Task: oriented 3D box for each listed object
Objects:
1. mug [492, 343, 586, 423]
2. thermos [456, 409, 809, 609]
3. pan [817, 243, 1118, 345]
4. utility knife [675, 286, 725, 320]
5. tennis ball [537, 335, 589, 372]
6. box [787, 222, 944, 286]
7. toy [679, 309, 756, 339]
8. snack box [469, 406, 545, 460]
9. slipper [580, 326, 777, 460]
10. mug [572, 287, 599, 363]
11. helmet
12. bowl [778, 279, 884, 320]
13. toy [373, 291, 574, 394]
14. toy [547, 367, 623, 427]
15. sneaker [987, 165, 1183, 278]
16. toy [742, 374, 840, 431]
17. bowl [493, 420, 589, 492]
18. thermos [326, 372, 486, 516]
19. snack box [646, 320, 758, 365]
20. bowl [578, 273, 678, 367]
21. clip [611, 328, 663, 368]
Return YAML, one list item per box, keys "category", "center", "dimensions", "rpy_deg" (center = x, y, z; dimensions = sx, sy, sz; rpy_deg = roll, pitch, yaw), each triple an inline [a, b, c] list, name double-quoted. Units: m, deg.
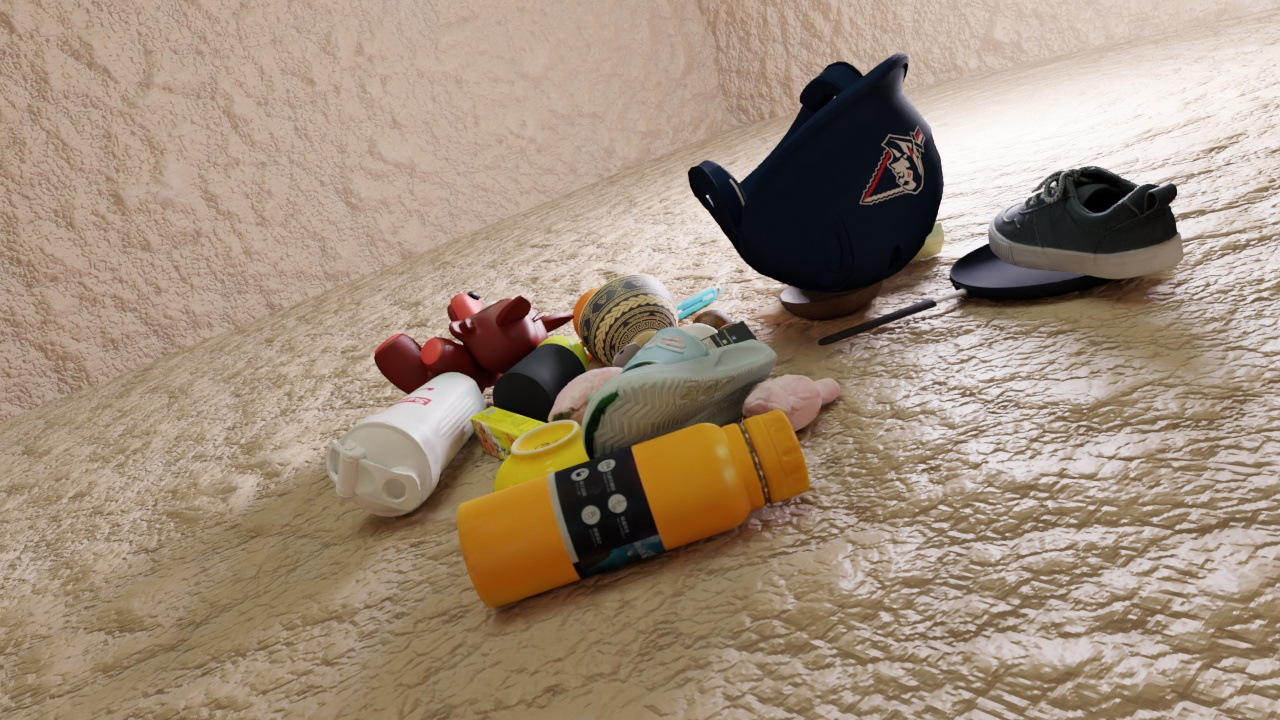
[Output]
- category: "mug"
  center: [-0.115, 0.038, 0.967]
  dimensions: [0.105, 0.071, 0.077]
  rpy_deg: [-40, 3, 34]
- category: "thermos"
  center: [-0.004, 0.094, 0.636]
  dimensions: [0.232, 0.076, 0.091]
  rpy_deg: [-19, 24, 0]
- category: "pan"
  center: [0.338, -0.074, 0.903]
  dimensions: [0.356, 0.021, 0.198]
  rpy_deg: [-20, 17, -7]
- category: "utility knife"
  center: [0.067, -0.074, 1.190]
  dimensions: [0.123, 0.022, 0.015]
  rpy_deg: [-30, 14, -34]
- category: "tennis ball"
  center: [-0.090, 0.005, 1.031]
  dimensions: [0.065, 0.065, 0.065]
  rpy_deg: [-17, 17, 5]
- category: "box"
  center: [0.267, -0.125, 1.113]
  dimensions: [0.188, 0.047, 0.140]
  rpy_deg: [-15, 8, 9]
- category: "toy"
  center: [0.063, -0.013, 0.943]
  dimensions: [0.087, 0.067, 0.112]
  rpy_deg: [-7, 30, 34]
- category: "snack box"
  center: [-0.118, 0.076, 0.879]
  dimensions: [0.028, 0.040, 0.148]
  rpy_deg: [-28, 19, -28]
- category: "slipper"
  center: [0.028, 0.023, 0.734]
  dimensions: [0.074, 0.104, 0.244]
  rpy_deg: [41, 29, 22]
- category: "mug"
  center: [-0.048, -0.031, 1.106]
  dimensions: [0.112, 0.077, 0.096]
  rpy_deg: [-47, 19, -1]
- category: "helmet"
  center: [0.195, -0.185, 0.921]
  dimensions: [0.231, 0.223, 0.273]
  rpy_deg: [-39, -19, -18]
- category: "bowl"
  center: [0.213, -0.070, 1.011]
  dimensions: [0.118, 0.030, 0.117]
  rpy_deg: [-16, 17, 5]
- category: "toy"
  center: [-0.190, -0.019, 1.067]
  dimensions: [0.197, 0.120, 0.158]
  rpy_deg: [-31, -16, 13]
- category: "toy"
  center: [-0.048, 0.037, 0.910]
  dimensions: [0.099, 0.053, 0.096]
  rpy_deg: [-29, 4, -6]
- category: "sneaker"
  center: [0.399, -0.136, 0.847]
  dimensions: [0.089, 0.087, 0.235]
  rpy_deg: [-21, 17, -9]
- category: "toy"
  center: [0.122, 0.034, 0.755]
  dimensions: [0.064, 0.047, 0.109]
  rpy_deg: [-6, 9, 31]
- category: "bowl"
  center: [-0.065, 0.090, 0.734]
  dimensions: [0.117, 0.068, 0.117]
  rpy_deg: [-17, 17, 5]
- category: "thermos"
  center: [-0.223, 0.077, 0.905]
  dimensions: [0.099, 0.099, 0.220]
  rpy_deg: [-14, 13, 13]
- category: "snack box"
  center: [0.032, 0.022, 0.834]
  dimensions: [0.147, 0.025, 0.080]
  rpy_deg: [-25, -25, -20]
- category: "bowl"
  center: [-0.005, -0.032, 1.009]
  dimensions: [0.112, 0.112, 0.061]
  rpy_deg: [-22, 43, -12]
- category: "clip"
  center: [-0.006, 0.006, 0.953]
  dimensions: [0.101, 0.040, 0.054]
  rpy_deg: [-46, -5, -2]
